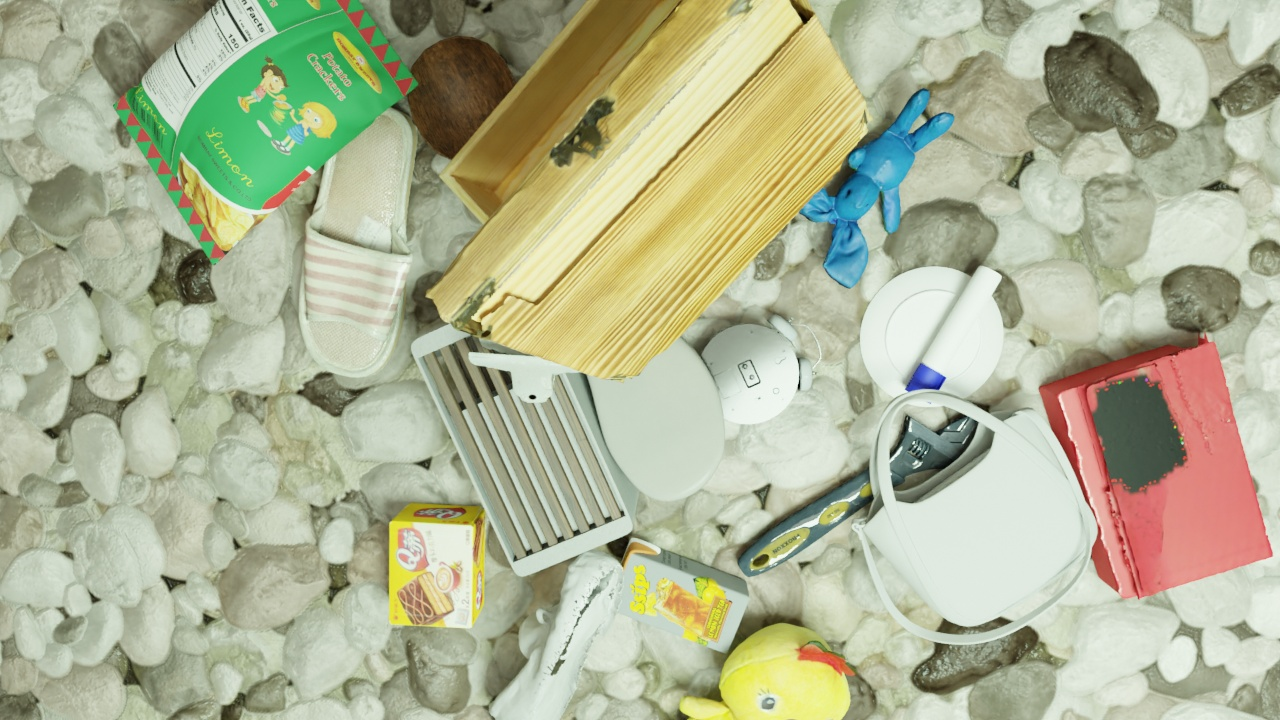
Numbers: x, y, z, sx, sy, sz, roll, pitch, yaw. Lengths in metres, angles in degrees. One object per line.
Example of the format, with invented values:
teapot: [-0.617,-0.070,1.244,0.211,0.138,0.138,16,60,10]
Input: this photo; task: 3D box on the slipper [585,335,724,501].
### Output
slipper: [-0.005,0.005,0.866,0.113,0.080,0.265,-28,77,0]

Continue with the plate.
plate: [0.278,-0.021,0.872,0.134,0.011,0.134,0,97,3]

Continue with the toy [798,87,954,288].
toy: [0.203,-0.166,0.832,0.113,0.071,0.177,38,108,0]

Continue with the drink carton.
drink carton: [0.036,0.229,0.896,0.125,0.048,0.076,21,97,0]

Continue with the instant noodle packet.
instant noodle packet: [-0.346,-0.240,0.831,0.253,0.090,0.195,-38,79,10]

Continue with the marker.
marker: [0.291,-0.024,0.852,0.027,0.023,0.133,26,98,-22]

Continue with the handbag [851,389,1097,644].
handbag: [0.287,0.130,0.840,0.216,0.095,0.222,-37,100,5]

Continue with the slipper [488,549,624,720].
slipper: [-0.082,0.271,0.867,0.074,0.112,0.247,30,121,8]

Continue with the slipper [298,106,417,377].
slipper: [-0.266,-0.112,0.869,0.115,0.052,0.263,10,97,3]

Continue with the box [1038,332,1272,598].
box: [0.484,0.093,0.890,0.165,0.153,0.213,-20,97,3]

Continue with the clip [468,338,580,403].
clip: [-0.089,0.004,0.771,0.102,0.052,0.057,4,68,3]

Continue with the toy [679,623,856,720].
toy: [0.118,0.330,0.887,0.134,0.092,0.208,34,107,-22]

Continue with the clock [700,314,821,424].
clock: [0.112,0.006,0.873,0.123,0.035,0.094,-25,95,5]

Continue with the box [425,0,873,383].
box: [-0.007,-0.151,0.661,0.279,0.334,0.286,-46,79,11]

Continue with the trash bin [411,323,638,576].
trash bin: [-0.099,0.060,0.849,0.114,0.114,0.229,-23,95,5]

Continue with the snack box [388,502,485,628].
snack box: [-0.198,0.199,0.898,0.083,0.061,0.106,2,97,3]

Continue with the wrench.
wrench: [0.211,0.129,0.889,0.273,0.022,0.073,-35,100,6]

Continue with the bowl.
bowl: [-0.163,-0.242,0.860,0.102,0.026,0.114,-21,95,6]
